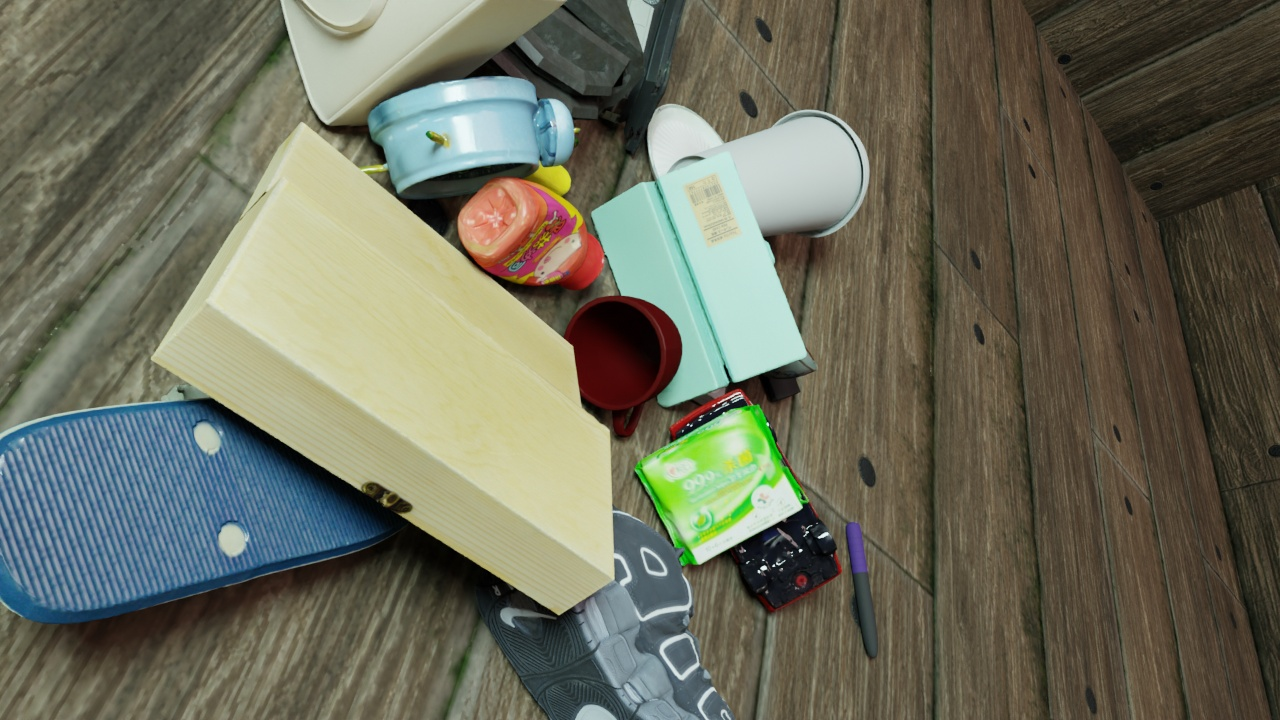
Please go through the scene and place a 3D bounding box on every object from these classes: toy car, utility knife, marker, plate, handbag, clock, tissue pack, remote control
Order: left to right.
[{"bbox_3d":[-0.163,-0.278,0.583,0.101,0.195,0.198,-26,94,-52],"label":"handbag"},{"bbox_3d":[-0.113,-0.155,0.646,0.161,0.118,0.060,-15,94,-45],"label":"clock"},{"bbox_3d":[-0.123,-0.179,0.722,0.172,0.020,0.028,31,49,-38],"label":"utility knife"},{"bbox_3d":[-0.089,-0.269,0.739,0.197,0.103,0.199,22,39,-41],"label":"handbag"},{"bbox_3d":[-0.005,-0.300,0.886,0.071,0.094,0.191,17,55,-8],"label":"toy car"},{"bbox_3d":[0.058,-0.189,0.942,0.157,0.014,0.156,25,54,-40],"label":"plate"},{"bbox_3d":[0.064,0.101,0.733,0.099,0.114,0.034,62,-2,-5],"label":"tissue pack"},{"bbox_3d":[0.098,0.120,0.780,0.189,0.081,0.056,61,-2,-9],"label":"toy car"},{"bbox_3d":[0.125,-0.028,0.933,0.045,0.021,0.140,-14,80,-52],"label":"remote control"},{"bbox_3d":[0.222,0.228,0.918,0.018,0.015,0.133,53,30,-63],"label":"marker"}]

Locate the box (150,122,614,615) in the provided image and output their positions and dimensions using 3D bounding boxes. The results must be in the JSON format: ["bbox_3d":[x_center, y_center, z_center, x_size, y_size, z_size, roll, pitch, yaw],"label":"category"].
[{"bbox_3d":[-0.125,-0.009,0.540,0.247,0.068,0.253,42,15,-29],"label":"box"}]

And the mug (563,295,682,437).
[{"bbox_3d":[-0.004,0.004,0.730,0.088,0.087,0.114,-13,109,-65],"label":"mug"}]

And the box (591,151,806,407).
[{"bbox_3d":[0.046,-0.066,0.770,0.052,0.139,0.187,-12,80,-65],"label":"box"}]

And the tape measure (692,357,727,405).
[{"bbox_3d":[0.053,0.007,0.828,0.060,0.020,0.062,39,44,-37],"label":"tape measure"}]

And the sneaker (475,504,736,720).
[{"bbox_3d":[0.009,0.197,0.626,0.252,0.097,0.150,54,37,-6],"label":"sneaker"}]

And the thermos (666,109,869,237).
[{"bbox_3d":[0.123,-0.174,0.907,0.221,0.132,0.131,-22,88,-45],"label":"thermos"}]

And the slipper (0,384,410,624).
[{"bbox_3d":[-0.198,0.057,0.477,0.294,0.060,0.118,-17,85,-64],"label":"slipper"}]

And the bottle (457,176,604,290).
[{"bbox_3d":[-0.075,-0.088,0.680,0.048,0.071,0.134,51,13,22],"label":"bottle"}]

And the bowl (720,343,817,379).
[{"bbox_3d":[0.097,-0.032,0.854,0.150,0.057,0.150,47,15,-17],"label":"bowl"}]
